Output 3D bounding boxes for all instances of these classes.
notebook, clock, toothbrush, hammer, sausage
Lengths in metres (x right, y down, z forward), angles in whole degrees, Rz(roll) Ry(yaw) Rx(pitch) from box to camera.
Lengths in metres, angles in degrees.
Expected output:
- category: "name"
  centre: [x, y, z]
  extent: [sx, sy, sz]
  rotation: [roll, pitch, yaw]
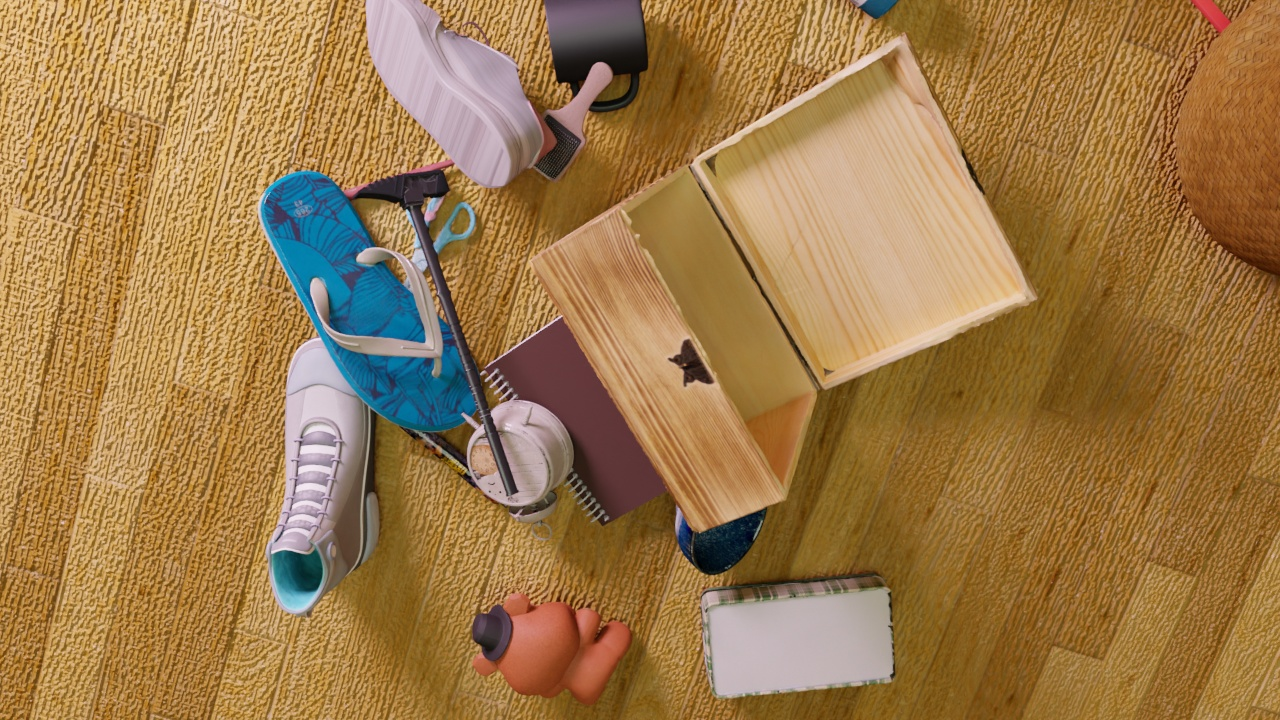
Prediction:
- category: "notebook"
  centre: [-0.039, 0.053, 0.935]
  extent: [0.172, 0.022, 0.209]
  rotation: [-32, 100, 21]
- category: "clock"
  centre: [-0.121, 0.118, 0.934]
  extent: [0.103, 0.061, 0.157]
  rotation: [-7, 109, 23]
- category: "toothbrush"
  centre: [-0.238, -0.185, 0.912]
  extent: [0.190, 0.016, 0.016]
  rotation: [-18, 96, 2]
- category: "toothbrush"
  centre: [0.548, -0.360, 0.899]
  extent: [0.212, 0.018, 0.012]
  rotation: [43, 96, -8]
- category: "hammer"
  centre: [-0.180, -0.023, 0.877]
  extent: [0.094, 0.015, 0.325]
  rotation: [-19, 90, -40]
- category: "sausage"
  centre: [-0.197, 0.103, 0.964]
  extent: [0.155, 0.020, 0.020]
  rotation: [41, 97, -8]

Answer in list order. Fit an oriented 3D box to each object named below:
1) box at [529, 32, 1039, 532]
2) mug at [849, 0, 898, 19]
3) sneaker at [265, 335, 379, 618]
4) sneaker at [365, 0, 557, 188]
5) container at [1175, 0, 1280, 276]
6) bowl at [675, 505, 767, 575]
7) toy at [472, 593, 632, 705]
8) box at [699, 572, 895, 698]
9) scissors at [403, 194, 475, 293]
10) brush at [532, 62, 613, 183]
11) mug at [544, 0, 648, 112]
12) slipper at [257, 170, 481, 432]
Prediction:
- category: "box"
  centre: [0.147, -0.079, 0.815]
  extent: [0.337, 0.285, 0.279]
  rotation: [-28, 100, 23]
- category: "mug"
  centre: [0.196, -0.382, 0.860]
  extent: [0.121, 0.078, 0.078]
  rotation: [37, 97, -12]
- category: "sneaker"
  centre: [-0.318, 0.111, 0.892]
  extent: [0.093, 0.160, 0.257]
  rotation: [2, 102, -2]
- category: "sneaker"
  centre: [-0.166, -0.268, 0.870]
  extent: [0.236, 0.089, 0.100]
  rotation: [52, 138, 8]
- category: "container"
  centre: [0.666, -0.209, 0.837]
  extent: [0.307, 0.196, 0.307]
  rotation: [0, 102, -2]
- category: "bowl"
  centre: [0.073, 0.159, 0.953]
  extent: [0.114, 0.061, 0.114]
  rotation: [-22, 123, -39]
- category: "toy"
  centre: [-0.095, 0.306, 0.968]
  extent: [0.176, 0.096, 0.112]
  rotation: [26, 100, -34]
- category: "box"
  centre: [0.170, 0.297, 0.996]
  extent: [0.205, 0.051, 0.118]
  rotation: [-7, 98, -1]
- category: "scissors"
  centre: [-0.211, -0.106, 0.933]
  extent: [0.076, 0.015, 0.142]
  rotation: [17, 106, -6]
- category: "brush"
  centre: [-0.068, -0.228, 0.875]
  extent: [0.050, 0.015, 0.136]
  rotation: [37, 128, -9]
- category: "mug"
  centre: [-0.039, -0.293, 0.873]
  extent: [0.088, 0.078, 0.114]
  rotation: [-8, 127, 0]
- category: "slipper"
  centre: [-0.261, -0.051, 0.889]
  extent: [0.118, 0.060, 0.295]
  rotation: [-37, 103, -19]
